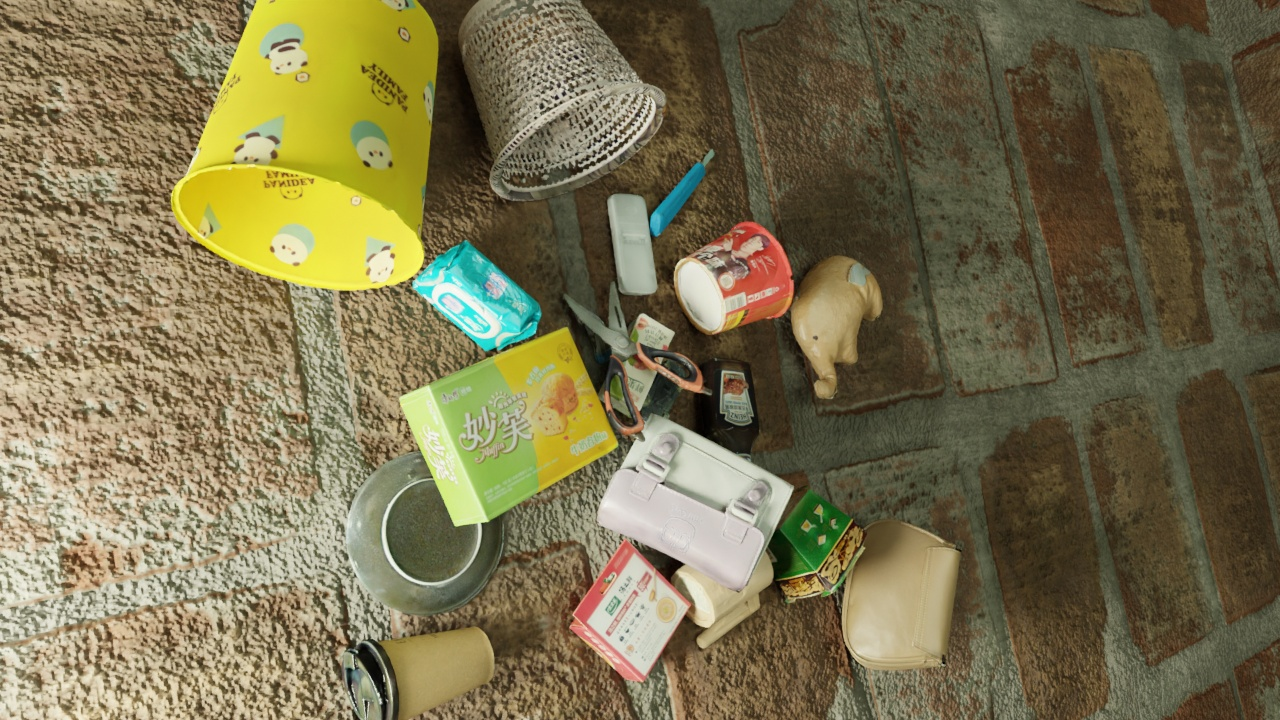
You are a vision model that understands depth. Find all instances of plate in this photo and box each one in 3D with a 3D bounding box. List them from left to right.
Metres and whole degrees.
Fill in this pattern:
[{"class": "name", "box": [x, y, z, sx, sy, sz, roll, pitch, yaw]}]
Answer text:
[{"class": "plate", "box": [-0.227, 0.185, 0.994, 0.179, 0.024, 0.179, 7, 76, -31]}]

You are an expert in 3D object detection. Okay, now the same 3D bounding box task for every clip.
[{"class": "clip", "box": [-0.053, -0.024, 1.157, 0.024, 0.026, 0.056, -26, 107, -32]}]

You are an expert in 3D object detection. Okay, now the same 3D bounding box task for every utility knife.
[{"class": "utility knife", "box": [0.062, -0.239, 1.269, 0.186, 0.018, 0.034, -54, 154, -34]}]

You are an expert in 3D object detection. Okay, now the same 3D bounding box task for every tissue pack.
[{"class": "tissue pack", "box": [-0.182, -0.067, 1.035, 0.133, 0.093, 0.050, 41, 57, -19]}]

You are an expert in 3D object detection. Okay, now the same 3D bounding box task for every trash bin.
[{"class": "trash bin", "box": [-0.313, -0.234, 0.916, 0.229, 0.230, 0.254, 17, 66, -29]}, {"class": "trash bin", "box": [-0.110, -0.328, 1.081, 0.226, 0.228, 0.192, -20, 79, -34]}]

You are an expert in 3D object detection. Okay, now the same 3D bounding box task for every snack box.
[{"class": "snack box", "box": [-0.142, 0.071, 1.031, 0.209, 0.070, 0.157, -26, 95, -43]}, {"class": "snack box", "box": [-0.018, 0.296, 1.093, 0.127, 0.044, 0.113, 48, 59, -17]}, {"class": "snack box", "box": [0.217, 0.243, 1.227, 0.105, 0.118, 0.117, 46, 58, -2]}]

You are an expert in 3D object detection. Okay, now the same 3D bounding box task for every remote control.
[{"class": "remote control", "box": [-0.011, -0.153, 1.208, 0.055, 0.020, 0.136, -3, 81, -34]}]

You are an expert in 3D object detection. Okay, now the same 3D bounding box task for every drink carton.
[{"class": "drink carton", "box": [-0.007, 0.007, 1.161, 0.053, 0.046, 0.122, 30, 63, -13]}]

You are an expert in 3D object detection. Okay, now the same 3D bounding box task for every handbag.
[{"class": "handbag", "box": [0.064, 0.171, 1.102, 0.197, 0.098, 0.144, 26, 71, 5]}, {"class": "handbag", "box": [0.361, 0.330, 1.280, 0.100, 0.148, 0.204, 51, 50, -59]}]

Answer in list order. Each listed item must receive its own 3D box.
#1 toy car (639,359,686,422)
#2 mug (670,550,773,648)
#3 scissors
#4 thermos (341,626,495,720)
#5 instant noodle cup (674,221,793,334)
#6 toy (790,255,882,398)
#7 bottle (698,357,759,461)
[{"class": "toy car", "box": [0.025, 0.042, 1.182, 0.043, 0.034, 0.090, 39, 64, -23]}, {"class": "mug", "box": [0.104, 0.291, 1.162, 0.103, 0.084, 0.125, -27, 121, -33]}, {"class": "scissors", "box": [-0.014, -0.002, 1.118, 0.226, 0.015, 0.188, 29, 56, 1]}, {"class": "thermos", "box": [-0.225, 0.317, 0.932, 0.143, 0.093, 0.093, -5, 83, -41]}, {"class": "instant noodle cup", "box": [0.118, -0.104, 1.218, 0.108, 0.138, 0.138, -25, 94, -26]}, {"class": "toy", "box": [0.274, -0.051, 1.337, 0.143, 0.083, 0.225, 36, 65, -12]}, {"class": "bottle", "box": [0.121, 0.094, 1.209, 0.079, 0.044, 0.194, 8, 66, -31]}]
